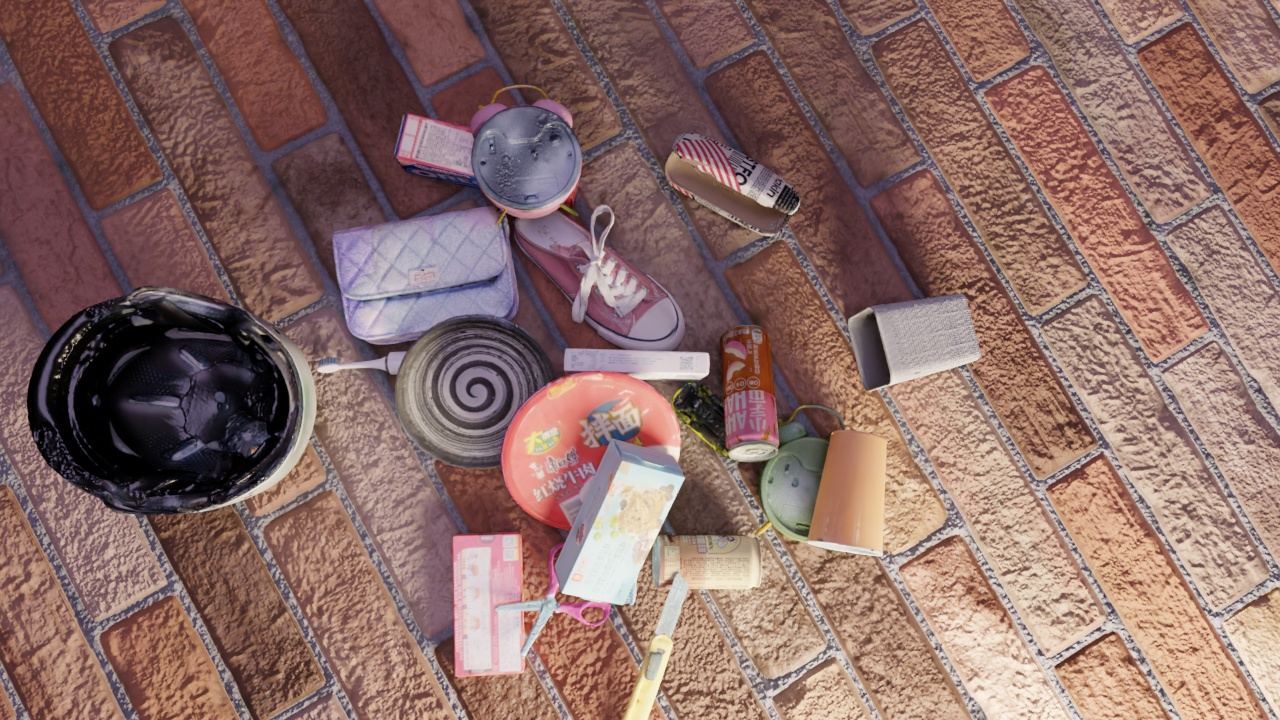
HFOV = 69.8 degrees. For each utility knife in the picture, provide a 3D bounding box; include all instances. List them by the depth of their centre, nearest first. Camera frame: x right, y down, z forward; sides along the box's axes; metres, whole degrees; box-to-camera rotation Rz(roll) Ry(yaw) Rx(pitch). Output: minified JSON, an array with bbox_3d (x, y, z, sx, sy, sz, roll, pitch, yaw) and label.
[{"bbox_3d":[0.011,0.334,0.998,0.031,0.022,0.220,17,92,-14],"label":"utility knife"}]

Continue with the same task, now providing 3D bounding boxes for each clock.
[{"bbox_3d":[-0.125,-0.229,1.001,0.117,0.060,0.158,-8,82,-5],"label":"clock"},{"bbox_3d":[0.191,0.129,1.035,0.116,0.056,0.161,13,82,-3],"label":"clock"}]

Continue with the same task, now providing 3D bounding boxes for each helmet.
[{"bbox_3d":[-0.460,0.045,0.958,0.274,0.157,0.230,2,84,8],"label":"helmet"}]

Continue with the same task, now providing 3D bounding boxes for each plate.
[{"bbox_3d":[-0.182,0.034,1.022,0.179,0.024,0.179,-2,106,-8],"label":"plate"}]

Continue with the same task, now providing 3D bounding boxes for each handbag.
[{"bbox_3d":[-0.236,-0.096,1.029,0.194,0.075,0.134,-11,85,-5],"label":"handbag"}]

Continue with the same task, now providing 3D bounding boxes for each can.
[{"bbox_3d":[0.073,0.223,1.014,0.116,0.058,0.058,1,83,-3],"label":"can"},{"bbox_3d":[0.121,0.035,1.021,0.058,0.058,0.147,1,64,-3],"label":"can"}]

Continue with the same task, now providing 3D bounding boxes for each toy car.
[{"bbox_3d":[0.081,0.069,1.048,0.105,0.032,0.048,40,76,-9],"label":"toy car"}]

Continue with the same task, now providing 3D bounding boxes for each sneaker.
[{"bbox_3d":[-0.049,-0.097,1.033,0.241,0.088,0.118,42,82,3],"label":"sneaker"}]

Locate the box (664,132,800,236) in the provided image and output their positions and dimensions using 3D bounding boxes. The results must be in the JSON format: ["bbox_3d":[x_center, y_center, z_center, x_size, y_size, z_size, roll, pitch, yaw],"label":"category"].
[{"bbox_3d":[0.105,-0.204,1.081,0.163,0.083,0.075,26,45,1],"label":"box"}]

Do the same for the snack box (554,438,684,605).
[{"bbox_3d":[-0.025,0.173,0.974,0.074,0.051,0.175,17,108,-22],"label":"snack box"}]

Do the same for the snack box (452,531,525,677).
[{"bbox_3d":[-0.167,0.267,1.012,0.075,0.025,0.153,-2,83,-3],"label":"snack box"}]

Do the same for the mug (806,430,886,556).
[{"bbox_3d":[0.224,0.139,0.971,0.078,0.078,0.122,12,77,-2],"label":"mug"}]

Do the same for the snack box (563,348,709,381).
[{"bbox_3d":[-0.006,0.006,1.024,0.157,0.085,0.027,2,83,-3],"label":"snack box"}]

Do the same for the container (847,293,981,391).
[{"bbox_3d":[0.312,-0.023,1.046,0.114,0.090,0.090,-12,84,-8],"label":"container"}]

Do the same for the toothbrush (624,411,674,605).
[{"bbox_3d":[0.007,0.163,1.035,0.027,0.026,0.224,12,82,-16],"label":"toothbrush"}]

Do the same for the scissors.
[{"bbox_3d":[-0.091,0.269,1.008,0.130,0.017,0.133,33,65,-11],"label":"scissors"}]

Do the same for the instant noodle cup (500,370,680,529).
[{"bbox_3d":[-0.057,0.088,0.993,0.193,0.066,0.194,-5,114,-12],"label":"instant noodle cup"}]

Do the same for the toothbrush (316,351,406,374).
[{"bbox_3d":[-0.254,0.002,1.040,0.221,0.027,0.026,-2,44,-3],"label":"toothbrush"}]

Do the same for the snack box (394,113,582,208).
[{"bbox_3d":[-0.173,-0.229,1.059,0.207,0.057,0.058,13,84,-2],"label":"snack box"}]
